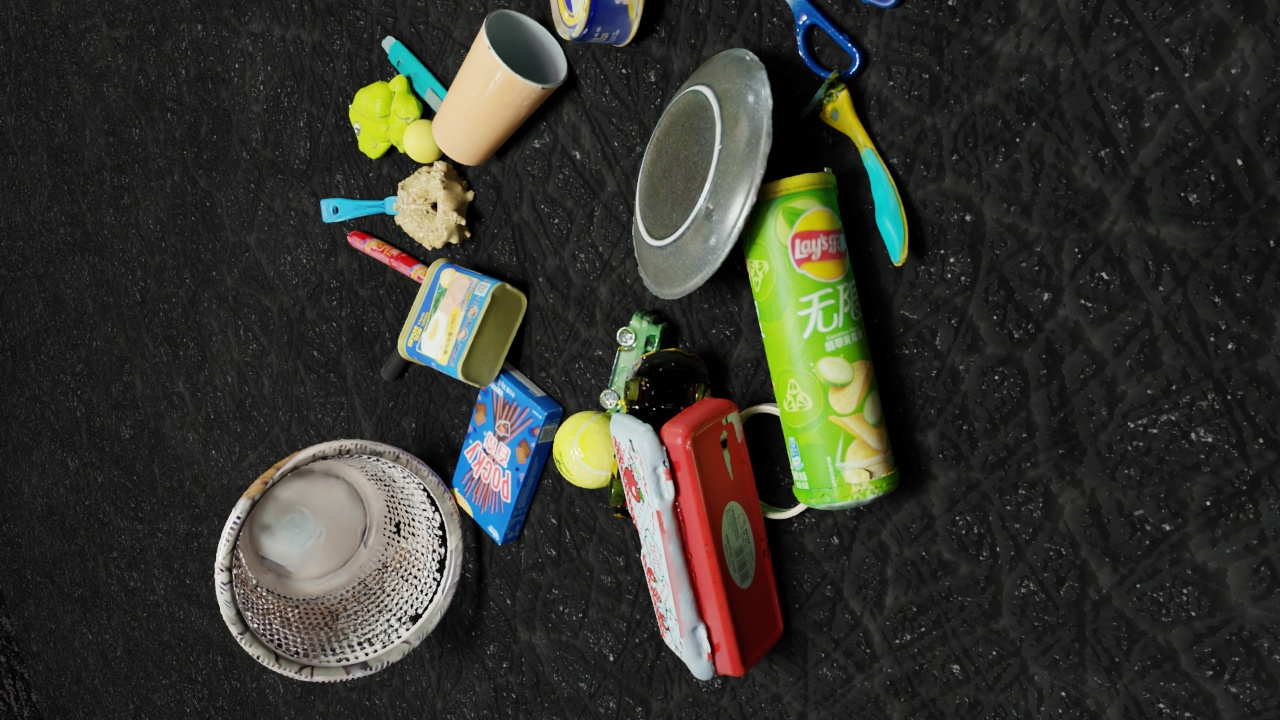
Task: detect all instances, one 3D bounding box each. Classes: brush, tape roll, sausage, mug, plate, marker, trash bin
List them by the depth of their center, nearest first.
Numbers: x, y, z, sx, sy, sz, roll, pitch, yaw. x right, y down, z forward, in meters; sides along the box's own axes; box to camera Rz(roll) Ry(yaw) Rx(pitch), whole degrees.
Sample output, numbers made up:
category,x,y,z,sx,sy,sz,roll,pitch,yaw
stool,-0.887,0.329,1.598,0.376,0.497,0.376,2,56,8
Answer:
category,x,y,z,sx,sy,sz,roll,pitch,yaw
plate,0.032,-0.133,0.640,0.180,0.024,0.179,-36,48,52
tape roll,0.098,0.075,0.683,0.086,0.013,0.086,9,104,39
mug,-0.126,-0.226,0.781,0.123,0.078,0.078,-37,74,43
brush,-0.254,-0.154,0.928,0.255,0.045,0.083,7,107,43
trash bin,-0.318,0.185,0.933,0.192,0.227,0.227,3,100,60
marker,-0.233,-0.025,0.940,0.132,0.022,0.020,-49,30,34
sausage,-0.257,-0.107,0.947,0.156,0.020,0.020,27,114,33

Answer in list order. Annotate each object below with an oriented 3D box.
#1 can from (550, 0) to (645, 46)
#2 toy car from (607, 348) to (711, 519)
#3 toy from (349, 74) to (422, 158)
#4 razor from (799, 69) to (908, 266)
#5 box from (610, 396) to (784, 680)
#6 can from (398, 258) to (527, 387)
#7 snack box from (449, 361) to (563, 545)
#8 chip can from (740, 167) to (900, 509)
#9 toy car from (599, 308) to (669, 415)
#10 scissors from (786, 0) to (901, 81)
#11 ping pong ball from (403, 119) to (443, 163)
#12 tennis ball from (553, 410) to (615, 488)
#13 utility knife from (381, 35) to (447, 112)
category,x,y,z,sx,sy,sz,roll,pitch,yaw
can,-0.033,-0.314,0.685,0.075,0.049,0.148,18,110,58
toy car,0.015,0.060,0.718,0.041,0.071,0.156,-104,20,-66
toy,-0.253,-0.242,0.910,0.100,0.031,0.097,35,122,27
razor,0.146,-0.122,0.597,0.132,0.028,0.043,68,156,12
box,0.030,0.131,0.681,0.099,0.095,0.201,-1,108,40
can,-0.162,-0.033,0.840,0.083,0.057,0.102,21,87,34
snack box,-0.130,0.089,0.870,0.084,0.026,0.157,37,120,30
chip can,0.117,-0.012,0.614,0.073,0.072,0.221,-13,90,41
toy car,-0.004,0.004,0.737,0.036,0.043,0.091,22,105,12
scissors,0.099,-0.251,0.625,0.171,0.012,0.141,11,104,40
ping pong ball,-0.204,-0.208,0.869,0.040,0.040,0.040,9,103,39
tennis ball,-0.040,0.074,0.766,0.066,0.065,0.065,9,103,39
utility knife,-0.205,-0.261,0.878,0.164,0.013,0.029,48,125,23
